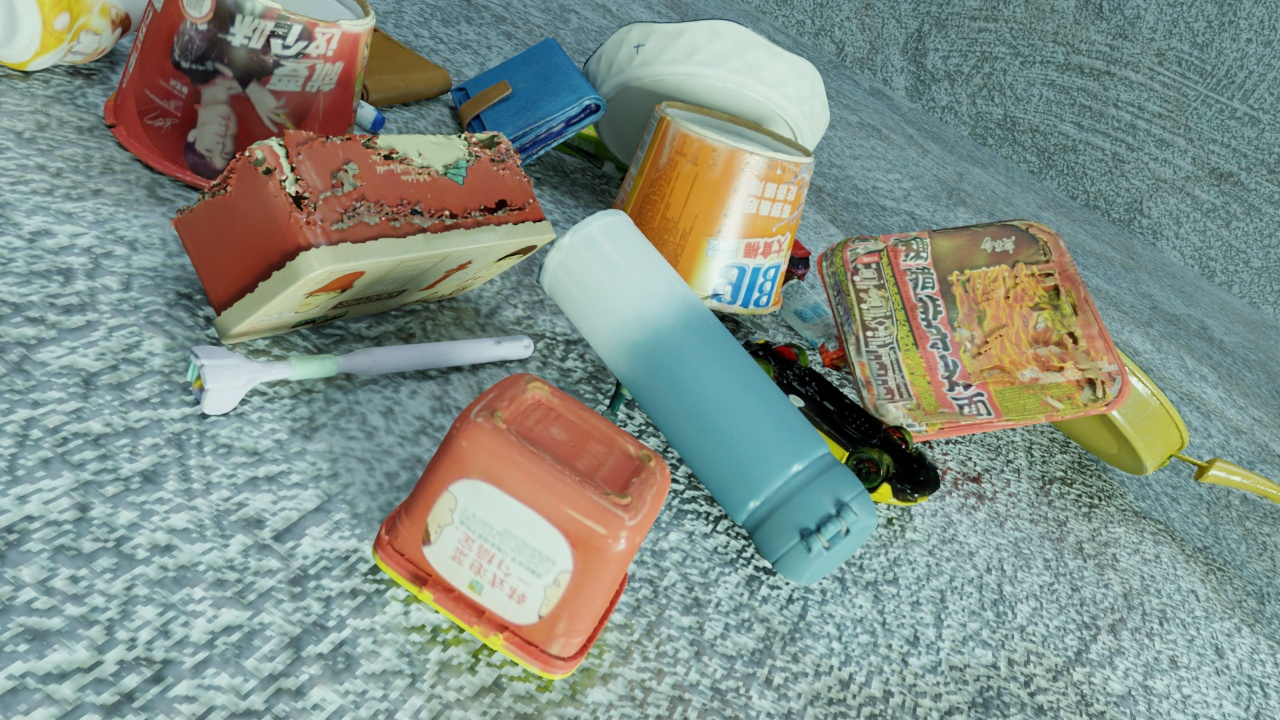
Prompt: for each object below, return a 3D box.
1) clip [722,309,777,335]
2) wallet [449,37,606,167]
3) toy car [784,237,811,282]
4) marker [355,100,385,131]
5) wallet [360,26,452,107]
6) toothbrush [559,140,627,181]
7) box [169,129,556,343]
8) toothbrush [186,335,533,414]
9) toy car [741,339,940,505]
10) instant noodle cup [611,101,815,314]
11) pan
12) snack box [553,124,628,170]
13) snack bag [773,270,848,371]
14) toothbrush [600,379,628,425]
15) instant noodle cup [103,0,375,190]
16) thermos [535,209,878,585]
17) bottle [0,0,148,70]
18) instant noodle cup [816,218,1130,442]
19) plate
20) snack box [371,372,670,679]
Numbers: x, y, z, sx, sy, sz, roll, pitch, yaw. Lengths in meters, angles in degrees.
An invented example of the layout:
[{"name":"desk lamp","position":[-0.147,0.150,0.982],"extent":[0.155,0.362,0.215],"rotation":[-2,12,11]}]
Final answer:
[{"name":"clip","position":[0.074,-0.038,0.695],"extent":[0.057,0.028,0.024],"rotation":[20,25,0]},{"name":"wallet","position":[-0.095,-0.209,0.740],"extent":[0.040,0.106,0.133],"rotation":[62,0,-42]},{"name":"toy car","position":[0.094,-0.105,0.795],"extent":[0.120,0.045,0.052],"rotation":[36,26,17]},{"name":"marker","position":[-0.249,-0.207,0.663],"extent":[0.146,0.017,0.016],"rotation":[31,27,2]},{"name":"wallet","position":[-0.224,-0.240,0.731],"extent":[0.108,0.031,0.131],"rotation":[34,26,4]},{"name":"toothbrush","position":[-0.021,-0.165,0.817],"extent":[0.185,0.017,0.012],"rotation":[22,12,-18]},{"name":"box","position":[-0.128,-0.072,0.446],"extent":[0.168,0.092,0.078],"rotation":[-23,87,-57]},{"name":"toothbrush","position":[-0.119,0.001,0.437],"extent":[0.188,0.021,0.029],"rotation":[-8,83,-52]},{"name":"toy car","position":[0.113,0.039,0.569],"extent":[0.156,0.041,0.071],"rotation":[38,28,19]},{"name":"instant noodle cup","position":[0.052,-0.116,0.670],"extent":[0.151,0.112,0.151],"rotation":[15,23,-7]},{"name":"pan","position":[0.418,0.057,0.737],"extent":[0.357,0.078,0.197],"rotation":[45,4,13]},{"name":"snack box","position":[-0.063,-0.237,0.885],"extent":[0.085,0.026,0.156],"rotation":[11,33,-30]},{"name":"snack bag","position":[0.135,-0.033,0.726],"extent":[0.045,0.026,0.105],"rotation":[-30,57,-15]},{"name":"toothbrush","position":[-0.003,0.003,0.544],"extent":[0.016,0.018,0.191],"rotation":[30,28,-2]},{"name":"instant noodle cup","position":[-0.221,-0.169,0.525],"extent":[0.138,0.109,0.137],"rotation":[23,28,-13]},{"name":"thermos","position":[0.033,0.017,0.482],"extent":[0.220,0.070,0.070],"rotation":[51,33,18]},{"name":"bottle","position":[-0.329,-0.204,0.528],"extent":[0.063,0.063,0.108],"rotation":[30,27,0]},{"name":"instant noodle cup","position":[0.229,-0.016,0.658],"extent":[0.189,0.079,0.164],"rotation":[-7,61,-4]},{"name":"plate","position":[0.051,-0.198,0.756],"extent":[0.204,0.205,0.045],"rotation":[18,71,-22]},{"name":"snack box","position":[-0.041,0.059,0.345],"extent":[0.091,0.080,0.081],"rotation":[33,28,5]}]
